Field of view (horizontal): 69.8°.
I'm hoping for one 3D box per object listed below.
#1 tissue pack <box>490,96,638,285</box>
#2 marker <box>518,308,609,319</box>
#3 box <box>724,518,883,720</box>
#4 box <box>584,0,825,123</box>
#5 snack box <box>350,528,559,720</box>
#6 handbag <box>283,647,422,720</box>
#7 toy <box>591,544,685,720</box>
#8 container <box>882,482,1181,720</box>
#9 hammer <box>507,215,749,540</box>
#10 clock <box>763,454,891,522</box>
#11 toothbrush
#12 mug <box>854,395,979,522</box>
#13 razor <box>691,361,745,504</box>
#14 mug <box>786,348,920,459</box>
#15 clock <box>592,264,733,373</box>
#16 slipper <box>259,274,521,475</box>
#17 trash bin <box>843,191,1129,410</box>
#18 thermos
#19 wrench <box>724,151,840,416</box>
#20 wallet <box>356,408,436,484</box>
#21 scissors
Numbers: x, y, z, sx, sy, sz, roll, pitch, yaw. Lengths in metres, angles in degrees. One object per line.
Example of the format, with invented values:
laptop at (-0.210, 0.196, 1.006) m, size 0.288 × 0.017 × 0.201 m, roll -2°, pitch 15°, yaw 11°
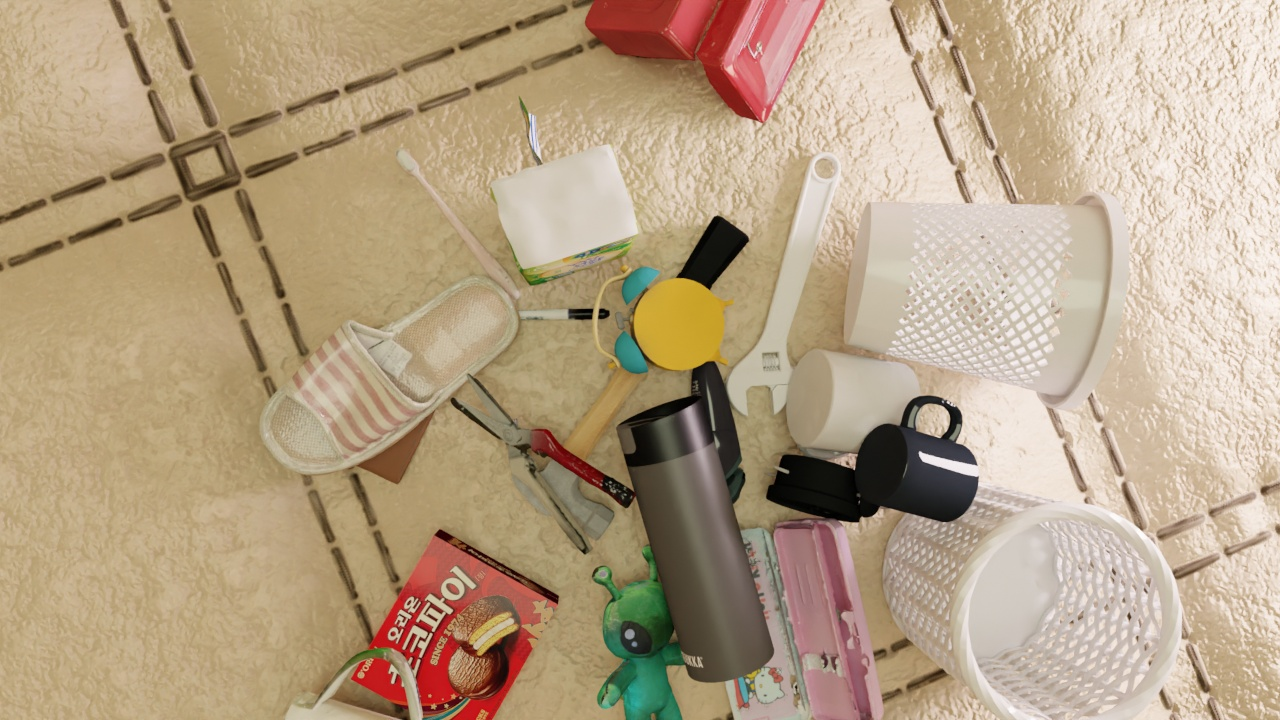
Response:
tissue pack at (-0.075, -0.151, 0.799) m, size 0.120 × 0.198 × 0.141 m, roll -19°, pitch 92°, yaw -10°
marker at (-0.105, -0.045, 0.889) m, size 0.152 × 0.011 × 0.011 m, roll -1°, pitch 89°, yaw -3°
box at (0.146, 0.255, 0.885) m, size 0.154 × 0.066 × 0.201 m, roll -12°, pitch 90°, yaw 24°
box at (0.058, -0.344, 0.868) m, size 0.170 × 0.156 × 0.156 m, roll 26°, pitch 87°, yaw 25°
snack box at (-0.173, 0.261, 0.868) m, size 0.132 × 0.036 × 0.152 m, roll 30°, pitch 88°, yaw -2°
handbag at (-0.250, 0.340, 0.820) m, size 0.151 × 0.074 × 0.176 m, roll 16°, pitch 102°, yaw 3°
toy at (0.000, 0.278, 0.865) m, size 0.130 × 0.073 × 0.193 m, roll -9°, pitch 93°, yaw -42°
container at (0.336, 0.210, 0.821) m, size 0.189 × 0.187 × 0.189 m, roll 0°, pitch 89°, yaw -3°
hammer at (-0.005, 0.005, 0.881) m, size 0.131 × 0.039 × 0.328 m, roll 35°, pitch 87°, yaw -1°
clock at (0.179, 0.124, 0.865) m, size 0.121 × 0.091 × 0.042 m, roll 15°, pitch 78°, yaw 3°
toothbrush at (-0.175, -0.130, 0.883) m, size 0.015 × 0.018 × 0.181 m, roll -39°, pitch 92°, yaw -3°
mug at (0.245, 0.082, 0.799) m, size 0.077 × 0.071 × 0.105 m, roll 16°, pitch 93°, yaw -20°
razor at (0.070, 0.070, 0.883) m, size 0.052 × 0.047 × 0.143 m, roll -8°, pitch 87°, yaw -28°
mug at (0.192, 0.052, 0.864) m, size 0.090 × 0.091 × 0.122 m, roll 9°, pitch 131°, yaw -16°
clock at (0.020, -0.034, 0.846) m, size 0.129 × 0.044 × 0.099 m, roll 7°, pitch 87°, yaw -9°
slipper at (-0.232, 0.009, 0.848) m, size 0.263 × 0.052 × 0.115 m, roll -34°, pitch 90°, yaw -6°
trash bin at (0.298, -0.066, 0.835) m, size 0.200 × 0.195 × 0.195 m, roll 8°, pitch 89°, yaw 6°
thermos at (0.049, 0.158, 0.827) m, size 0.082 × 0.082 × 0.240 m, roll -16°, pitch 94°, yaw -3°
wrench at (0.146, -0.075, 0.901) m, size 0.066 × 0.018 × 0.273 m, roll 17°, pitch 87°, yaw -2°
wallet at (-0.267, 0.055, 0.877) m, size 0.121 × 0.013 × 0.087 m, roll 25°, pitch 88°, yaw -3°
scissors at (-0.087, 0.095, 0.834) m, size 0.185 × 0.015 × 0.179 m, roll -2°, pitch 108°, yaw 26°
